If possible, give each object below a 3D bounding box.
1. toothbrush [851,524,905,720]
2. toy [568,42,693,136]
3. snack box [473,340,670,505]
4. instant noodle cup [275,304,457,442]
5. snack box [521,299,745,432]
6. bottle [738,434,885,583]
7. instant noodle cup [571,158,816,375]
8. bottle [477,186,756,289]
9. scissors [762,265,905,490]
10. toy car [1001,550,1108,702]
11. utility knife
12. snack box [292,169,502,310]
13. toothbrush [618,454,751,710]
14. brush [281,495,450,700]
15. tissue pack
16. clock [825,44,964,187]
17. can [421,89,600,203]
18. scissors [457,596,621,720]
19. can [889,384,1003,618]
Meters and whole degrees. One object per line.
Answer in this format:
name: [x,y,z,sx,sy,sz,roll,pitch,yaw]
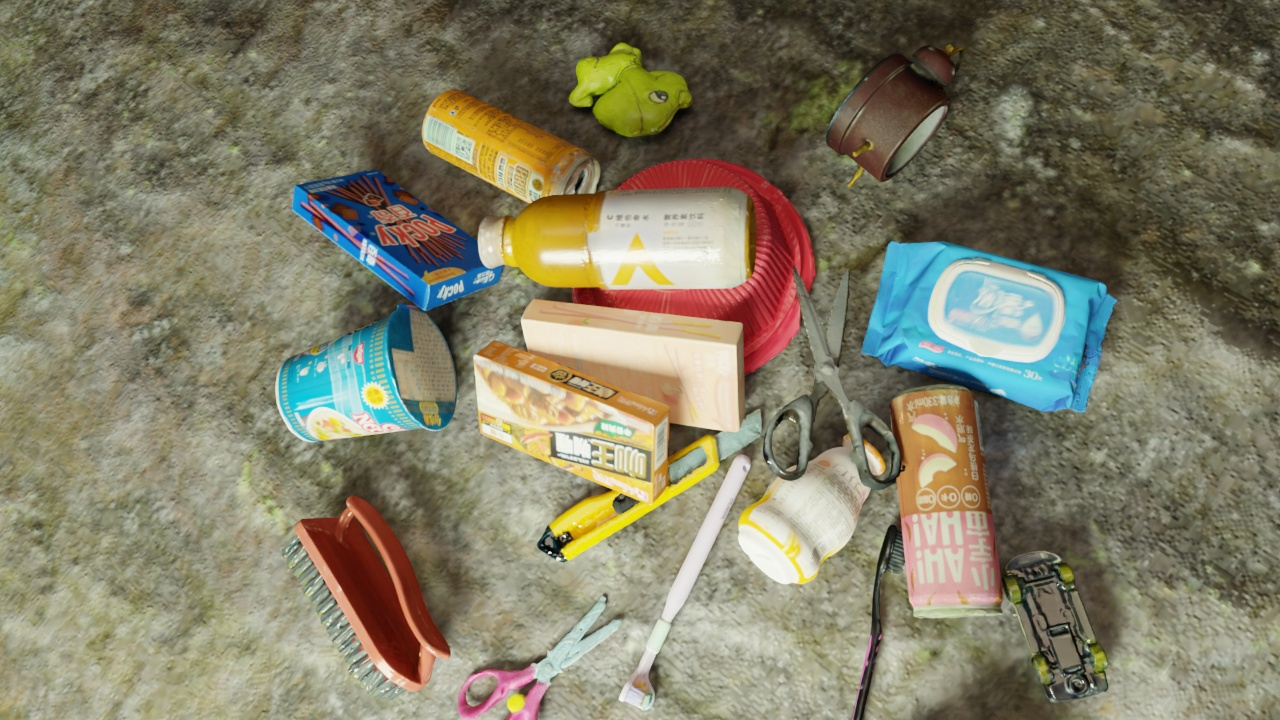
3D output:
toothbrush: [0.152,0.202,0.604,0.018,0.014,0.189,14,77,3]
toy: [-0.010,-0.221,0.762,0.097,0.031,0.100,-20,65,5]
snack box: [-0.050,0.043,0.656,0.154,0.075,0.026,19,39,25]
instant noodle cup: [-0.212,0.017,0.702,0.110,0.099,0.099,-15,70,16]
snack box: [-0.004,0.004,0.660,0.157,0.085,0.026,7,43,15]
bottle: [0.118,0.097,0.618,0.108,0.063,0.063,-42,69,-17]
instant noodle cup: [0.034,-0.078,0.690,0.194,0.066,0.193,-3,72,10]
bottle: [-0.017,-0.083,0.630,0.190,0.068,0.068,1,73,12]
scissors: [0.126,0.013,0.622,0.170,0.014,0.159,-36,74,-24]
toy car: [0.259,0.167,0.580,0.042,0.035,0.090,-15,70,5]
utility knife: [0.008,0.090,0.668,0.193,0.015,0.033,-31,71,0]
snack box: [-0.195,-0.101,0.739,0.157,0.084,0.026,35,125,19]
toothbrush: [0.035,0.151,0.642,0.021,0.029,0.189,10,70,54]
brush: [-0.192,0.171,0.660,0.069,0.063,0.146,-42,70,11]
tissue pack: [0.238,-0.027,0.636,0.157,0.052,0.095,17,77,17]
clock: [0.193,-0.187,0.681,0.122,0.082,0.055,-44,74,-3]
can: [-0.107,-0.169,0.751,0.146,0.058,0.058,29,81,19]
scissors: [-0.073,0.213,0.650,0.077,0.017,0.137,34,78,28]
can: [0.200,0.093,0.604,0.058,0.058,0.147,-4,72,11]
